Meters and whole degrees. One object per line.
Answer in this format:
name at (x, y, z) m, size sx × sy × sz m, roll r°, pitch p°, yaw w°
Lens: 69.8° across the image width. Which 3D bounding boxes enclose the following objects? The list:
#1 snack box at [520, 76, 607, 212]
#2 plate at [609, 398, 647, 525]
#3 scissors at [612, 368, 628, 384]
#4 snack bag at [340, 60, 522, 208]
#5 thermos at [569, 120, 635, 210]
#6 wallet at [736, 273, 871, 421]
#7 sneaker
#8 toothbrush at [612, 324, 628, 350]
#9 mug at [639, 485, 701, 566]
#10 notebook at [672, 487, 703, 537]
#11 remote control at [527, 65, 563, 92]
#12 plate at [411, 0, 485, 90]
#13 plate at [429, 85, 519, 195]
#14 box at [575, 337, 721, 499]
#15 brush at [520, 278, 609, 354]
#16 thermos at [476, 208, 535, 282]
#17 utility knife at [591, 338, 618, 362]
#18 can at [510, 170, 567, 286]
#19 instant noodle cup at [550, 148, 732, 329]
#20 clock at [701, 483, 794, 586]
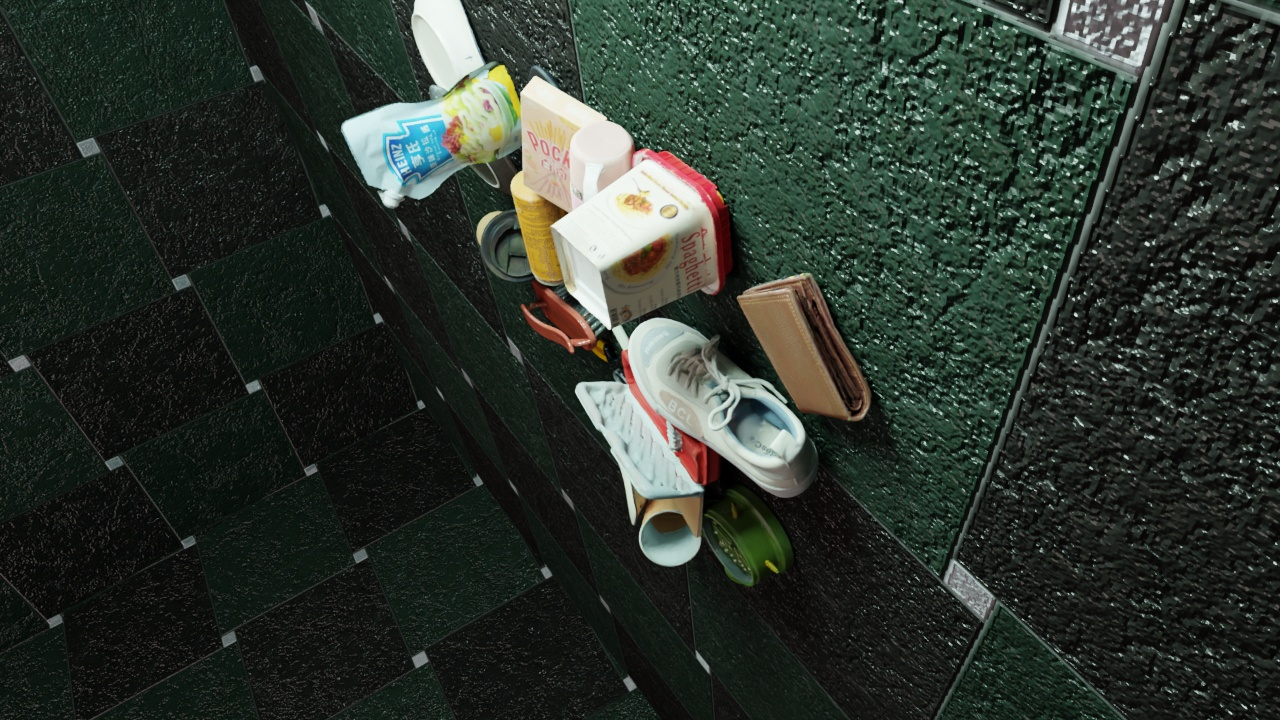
snack box at (-0.079, -0.208, 0.924) m, size 0.084 × 0.026 × 0.157 m, roll 32°, pitch 158°, yaw 8°
plate at (-0.014, 0.125, 1.223) m, size 0.164 × 0.034 × 0.164 m, roll 89°, pitch 166°, yaw -62°
scissors at (0.012, 0.086, 1.229) m, size 0.181 × 0.014 × 0.160 m, roll 59°, pitch 162°, yaw -5°
snack bag at (-0.219, -0.246, 1.004) m, size 0.039 × 0.190 × 0.110 m, roll 45°, pitch 158°, yaw 39°
thermos at (-0.034, -0.133, 0.884) m, size 0.067 × 0.087 × 0.199 m, roll 9°, pitch 149°, yaw 5°
wallet at (0.131, -0.008, 0.741) m, size 0.124 × 0.032 × 0.101 m, roll 61°, pitch 165°, yaw -9°
sneaker at (0.065, 0.031, 0.868) m, size 0.242 × 0.089 × 0.091 m, roll 42°, pitch 172°, yaw 32°
toothbrush at (-0.007, 0.007, 1.141) m, size 0.020 × 0.029 × 0.189 m, roll -20°, pitch 104°, yaw 28°
mug at (0.040, 0.206, 1.205) m, size 0.078 × 0.078 × 0.122 m, roll 62°, pitch -170°, yaw -13°
notebook at (0.040, 0.089, 1.072) m, size 0.147 × 0.008 × 0.208 m, roll -124°, pitch 25°, yaw -45°
remote control at (-0.095, -0.252, 0.937) m, size 0.053 × 0.024 × 0.137 m, roll 49°, pitch 160°, yaw 9°
plate at (-0.228, -0.364, 1.087) m, size 0.164 × 0.034 × 0.164 m, roll 31°, pitch 148°, yaw 55°
plate at (-0.208, -0.265, 1.147) m, size 0.179 × 0.024 × 0.179 m, roll 46°, pitch 170°, yaw 10°
box at (0.001, 0.066, 0.989) m, size 0.201 × 0.100 × 0.095 m, roll -127°, pitch 26°, yaw -47°
brush at (-0.101, -0.054, 1.204) m, size 0.146 × 0.069 × 0.063 m, roll 39°, pitch 155°, yaw 46°
thermos at (-0.172, -0.158, 1.204) m, size 0.093 × 0.093 × 0.143 m, roll 66°, pitch 169°, yaw -23°
utility knife at (-0.092, -0.042, 1.288) m, size 0.223 × 0.015 × 0.033 m, roll 34°, pitch 148°, yaw 52°
can at (-0.112, -0.157, 1.083) m, size 0.058 × 0.058 × 0.146 m, roll 46°, pitch 159°, yaw 32°
instant noodle cup at (0.000, -0.098, 0.782) m, size 0.116 × 0.124 × 0.116 m, roll 43°, pitch 157°, yaw 37°
clock at (0.118, 0.211, 1.090) m, size 0.116 × 0.056 × 0.161 m, roll 57°, pitch 162°, yaw 6°
